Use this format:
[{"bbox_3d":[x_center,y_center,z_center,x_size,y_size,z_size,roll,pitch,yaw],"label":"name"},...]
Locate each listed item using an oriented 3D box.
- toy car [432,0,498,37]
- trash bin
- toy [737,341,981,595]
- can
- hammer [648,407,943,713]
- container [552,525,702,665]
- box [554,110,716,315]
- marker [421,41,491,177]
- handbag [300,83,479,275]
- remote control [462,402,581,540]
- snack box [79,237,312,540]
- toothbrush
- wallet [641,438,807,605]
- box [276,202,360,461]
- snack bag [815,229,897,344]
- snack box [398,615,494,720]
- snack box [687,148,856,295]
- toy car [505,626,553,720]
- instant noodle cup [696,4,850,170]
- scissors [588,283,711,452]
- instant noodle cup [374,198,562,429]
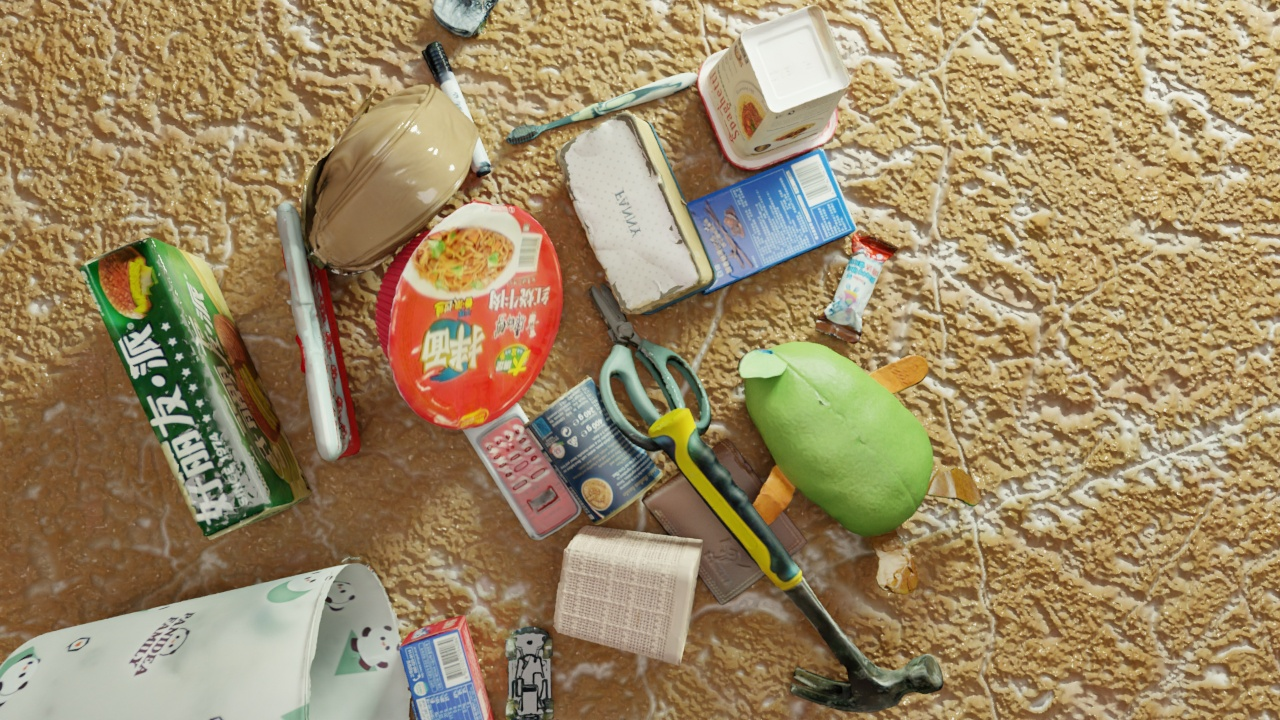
[{"bbox_3d":[-0.150,-0.350,0.847,0.049,0.031,0.105,31,84,-3],"label":"toy car"},{"bbox_3d":[-0.332,0.286,0.707,0.252,0.229,0.229,-9,87,0],"label":"trash bin"},{"bbox_3d":[0.186,0.077,0.822,0.226,0.090,0.246,-41,87,-17],"label":"toy"},{"bbox_3d":[-0.043,0.078,0.809,0.075,0.075,0.111,-36,90,-6],"label":"can"},{"bbox_3d":[0.115,0.176,0.786,0.126,0.031,0.323,-33,99,32],"label":"hammer"},{"bbox_3d":[-0.010,0.196,0.789,0.111,0.089,0.090,9,96,7],"label":"container"},{"bbox_3d":[-0.001,-0.123,0.820,0.090,0.059,0.184,-22,91,19],"label":"box"},{"bbox_3d":[-0.169,-0.231,0.846,0.022,0.018,0.130,-21,88,3],"label":"marker"},{"bbox_3d":[-0.206,-0.156,0.745,0.148,0.204,0.100,-41,112,10],"label":"handbag"},{"bbox_3d":[-0.108,0.094,0.830,0.056,0.020,0.136,-32,90,-5],"label":"remote control"},{"bbox_3d":[-0.365,0.024,0.765,0.063,0.114,0.240,-25,88,-5],"label":"snack box"},{"bbox_3d":[-0.035,-0.237,0.857,0.191,0.018,0.016,-20,88,-6],"label":"toothbrush"},{"bbox_3d":[0.076,0.147,0.838,0.101,0.032,0.124,-37,90,-3],"label":"wallet"},{"bbox_3d":[-0.265,-0.017,0.756,0.037,0.158,0.201,-11,88,-20],"label":"box"},{"bbox_3d":[0.202,-0.069,0.863,0.045,0.026,0.105,23,87,-6],"label":"snack bag"},{"bbox_3d":[-0.152,0.332,0.794,0.057,0.058,0.207,-17,88,-6],"label":"snack box"},{"bbox_3d":[0.114,-0.129,0.859,0.157,0.026,0.084,-23,89,-6],"label":"snack box"},{"bbox_3d":[-0.098,0.281,0.813,0.043,0.034,0.090,-2,85,-3],"label":"toy car"},{"bbox_3d":[0.122,-0.246,0.817,0.116,0.124,0.116,-22,88,-6],"label":"instant noodle cup"},{"bbox_3d":[-0.012,0.003,0.817,0.139,0.019,0.180,-28,80,-43],"label":"scissors"},{"bbox_3d":[-0.152,-0.043,0.775,0.066,0.193,0.193,20,84,35],"label":"instant noodle cup"}]
